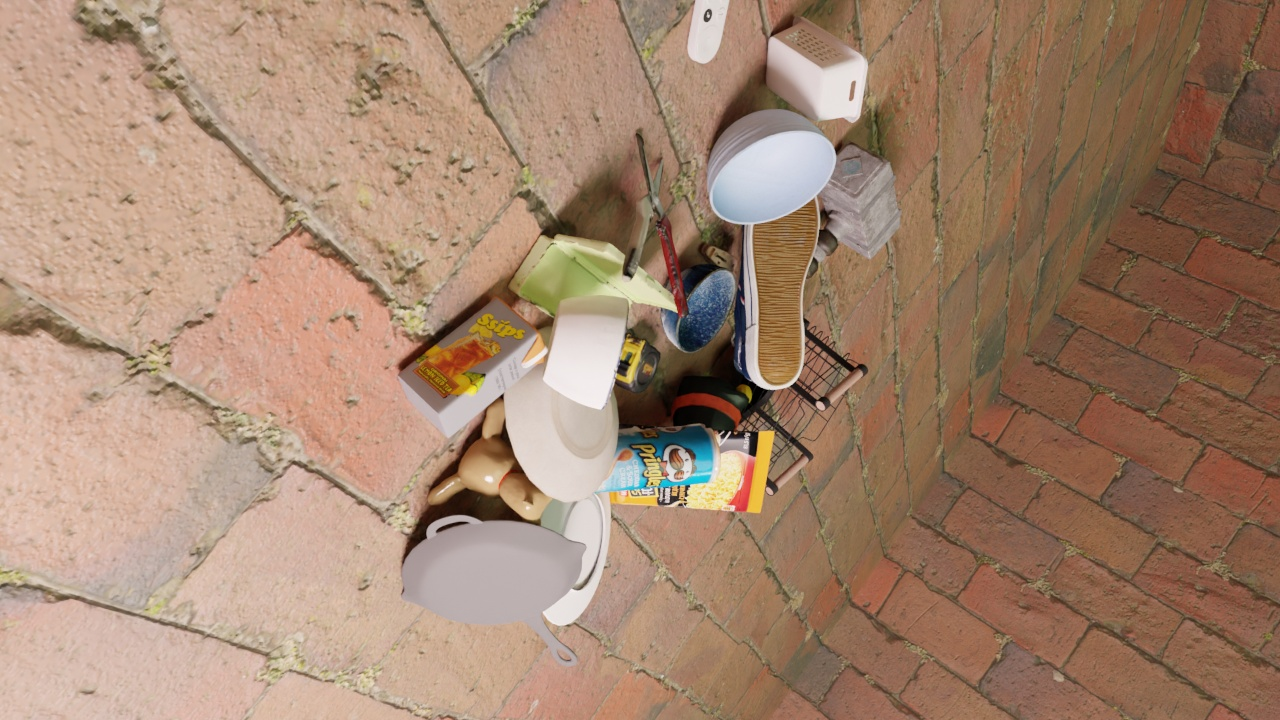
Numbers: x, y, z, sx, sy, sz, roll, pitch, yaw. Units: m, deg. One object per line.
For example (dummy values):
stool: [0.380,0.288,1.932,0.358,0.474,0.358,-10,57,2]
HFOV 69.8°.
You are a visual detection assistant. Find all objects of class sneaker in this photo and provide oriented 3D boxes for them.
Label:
sneaker: [0.162,-0.114,1.204,0.120,0.127,0.294,1,97,-25]

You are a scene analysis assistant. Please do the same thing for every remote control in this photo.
remote control: [0.073,-0.367,0.917,0.043,0.013,0.137,-25,137,-43]

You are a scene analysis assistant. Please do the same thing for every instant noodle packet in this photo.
instant noodle packet: [0.057,0.144,1.210,0.032,0.221,0.160,-84,177,-48]

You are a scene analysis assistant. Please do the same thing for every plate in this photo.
plate: [-0.076,0.226,1.149,0.208,0.015,0.208,4,90,-67]
plate: [-0.072,0.054,0.977,0.188,0.027,0.188,22,63,-52]

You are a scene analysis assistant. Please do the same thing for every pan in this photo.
pan: [-0.142,0.280,1.042,0.217,0.024,0.355,-18,135,8]

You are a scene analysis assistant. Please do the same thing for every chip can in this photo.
chip can: [-0.023,0.117,1.088,0.229,0.079,0.080,-2,124,-20]

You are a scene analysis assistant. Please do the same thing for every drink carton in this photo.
drink carton: [-0.157,0.005,0.866,0.124,0.076,0.049,-41,156,-22]

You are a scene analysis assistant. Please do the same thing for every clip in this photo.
clip: [0.101,-0.127,1.156,0.024,0.041,0.060,-62,155,4]

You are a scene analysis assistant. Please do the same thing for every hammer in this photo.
hammer: [0.242,-0.144,1.321,0.326,0.079,0.177,-48,149,-4]

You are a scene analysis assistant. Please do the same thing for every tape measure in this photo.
tape measure: [-0.007,0.007,1.127,0.062,0.038,0.067,-65,153,-4]

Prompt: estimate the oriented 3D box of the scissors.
scissors: [0.011,-0.129,0.932,0.178,0.015,0.199,-43,120,-61]

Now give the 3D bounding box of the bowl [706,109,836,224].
bowl: [0.140,-0.233,1.055,0.150,0.074,0.151,-13,150,-8]

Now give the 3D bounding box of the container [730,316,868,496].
container: [0.216,0.071,1.372,0.162,0.130,0.242,-35,157,-34]

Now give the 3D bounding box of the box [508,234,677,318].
box: [-0.045,-0.079,0.968,0.131,0.064,0.188,-20,156,21]

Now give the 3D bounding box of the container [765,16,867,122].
container: [0.191,-0.323,1.031,0.049,0.129,0.081,-22,138,-19]

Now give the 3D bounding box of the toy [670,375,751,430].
toy: [0.089,0.081,1.259,0.098,0.099,0.119,-38,-149,50]

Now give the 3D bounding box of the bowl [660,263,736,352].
bowl: [0.060,-0.073,1.125,0.114,0.061,0.115,-38,146,-33]

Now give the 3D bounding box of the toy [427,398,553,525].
toy: [-0.142,0.126,0.975,0.134,0.108,0.106,-56,163,-3]

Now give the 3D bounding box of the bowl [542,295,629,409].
bowl: [-0.056,-0.013,0.907,0.116,0.065,0.116,-168,-89,-82]
